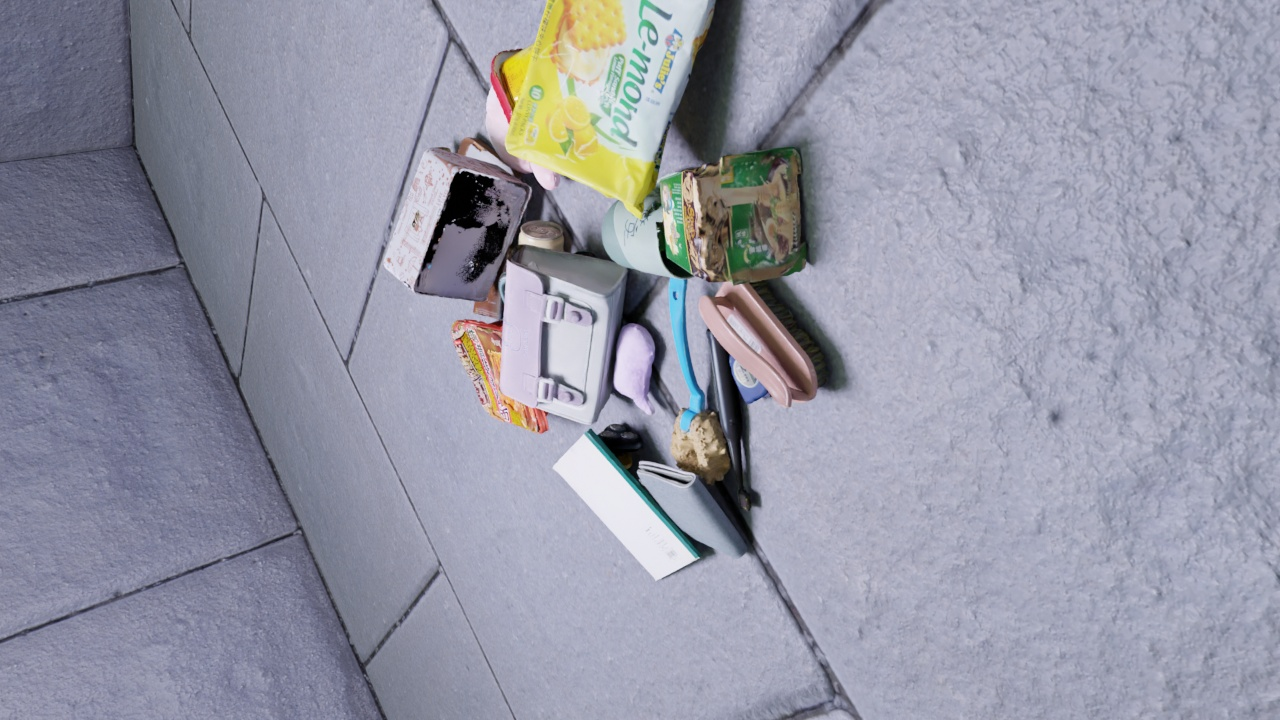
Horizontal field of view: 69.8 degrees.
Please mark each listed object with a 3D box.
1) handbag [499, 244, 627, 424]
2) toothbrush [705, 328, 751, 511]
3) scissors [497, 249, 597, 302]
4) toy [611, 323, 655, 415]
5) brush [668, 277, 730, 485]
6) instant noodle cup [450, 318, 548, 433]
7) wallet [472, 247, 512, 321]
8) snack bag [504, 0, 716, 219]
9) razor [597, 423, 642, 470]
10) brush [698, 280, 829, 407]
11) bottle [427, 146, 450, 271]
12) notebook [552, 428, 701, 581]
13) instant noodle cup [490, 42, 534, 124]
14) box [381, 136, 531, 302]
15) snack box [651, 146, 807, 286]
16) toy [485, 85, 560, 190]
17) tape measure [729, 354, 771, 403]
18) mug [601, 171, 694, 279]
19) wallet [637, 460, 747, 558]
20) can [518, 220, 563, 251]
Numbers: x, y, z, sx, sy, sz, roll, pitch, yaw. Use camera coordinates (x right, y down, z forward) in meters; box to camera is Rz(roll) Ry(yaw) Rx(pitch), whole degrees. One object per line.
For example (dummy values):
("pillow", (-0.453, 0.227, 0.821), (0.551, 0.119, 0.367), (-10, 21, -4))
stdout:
("handbag", (-0.102, -0.032, 1.135), (0.145, 0.098, 0.197), (17, 124, 12))
("toothbrush", (0.101, 0.067, 1.008), (0.027, 0.026, 0.213), (19, 122, 63))
("scissors", (-0.094, -0.079, 1.171), (0.170, 0.019, 0.182), (40, 126, -3))
("toy", (-0.007, 0.007, 1.115), (0.084, 0.038, 0.108), (36, 130, 40))
("brush", (0.056, 0.026, 1.025), (0.083, 0.045, 0.255), (25, 131, 51))
("instant noodle cup", (-0.184, 0.011, 1.313), (0.189, 0.078, 0.164), (13, 127, 52))
("wallet", (-0.201, -0.108, 1.288), (0.125, 0.032, 0.101), (16, 95, 63))
("snack bag", (-0.027, -0.282, 0.900), (0.158, 0.068, 0.247), (25, 110, 10))
("razor", (-0.040, 0.147, 1.227), (0.168, 0.062, 0.067), (105, 164, -47))
("brush", (0.121, -0.016, 0.900), (0.145, 0.072, 0.063), (54, 142, 20))
("bottle", (-0.295, -0.211, 1.387), (0.065, 0.065, 0.219), (32, 129, 42))
("notebook", (-0.022, 0.191, 1.184), (0.209, 0.012, 0.151), (48, 149, 4))
("instant noodle cup", (-0.082, -0.309, 1.011), (0.124, 0.116, 0.116), (-20, 95, 44))
("box", (-0.262, -0.199, 1.222), (0.198, 0.157, 0.181), (41, 114, 36))
("snack box", (0.081, -0.140, 0.876), (0.106, 0.117, 0.118), (24, 123, 61))
("toy", (-0.144, -0.282, 1.152), (0.159, 0.054, 0.121), (48, 147, 31))
("tape measure", (0.120, 0.013, 0.955), (0.055, 0.025, 0.058), (-28, 87, 54))
("mug", (0.021, -0.148, 0.977), (0.106, 0.082, 0.111), (19, 90, 50))
("wallet", (0.060, 0.169, 1.071), (0.107, 0.037, 0.130), (13, 145, 53))
("can", (-0.133, -0.121, 1.210), (0.058, 0.058, 0.116), (39, 134, 38))
